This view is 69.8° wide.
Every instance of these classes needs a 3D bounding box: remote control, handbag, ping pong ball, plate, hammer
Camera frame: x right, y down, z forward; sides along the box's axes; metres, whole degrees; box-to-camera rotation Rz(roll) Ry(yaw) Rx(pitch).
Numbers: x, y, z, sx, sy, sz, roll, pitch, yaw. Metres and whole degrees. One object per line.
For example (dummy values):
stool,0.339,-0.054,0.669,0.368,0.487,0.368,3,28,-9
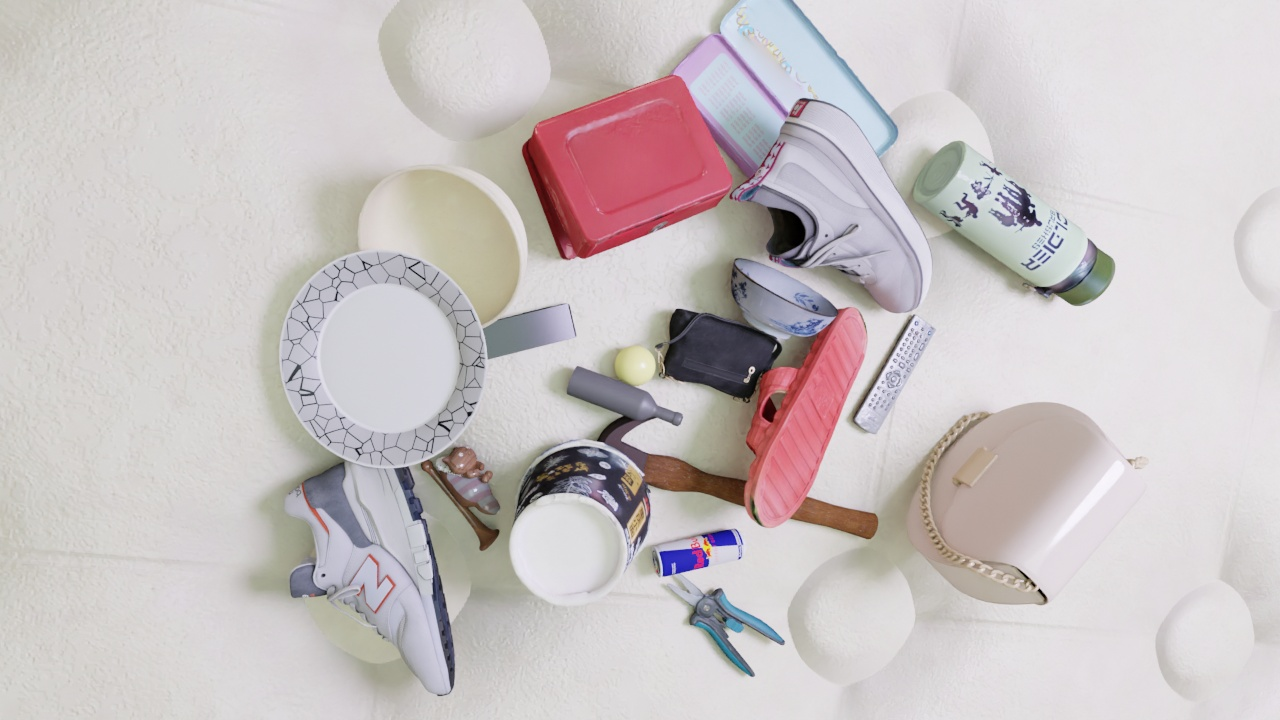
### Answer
remote control,-0.136,-0.021,0.872,0.150,0.013,0.034,-15,99,-15
handbag,0.383,0.145,0.931,0.103,0.209,0.210,45,84,-16
handbag,0.076,-0.004,0.913,0.128,0.054,0.079,15,95,-19
ping pong ball,-0.005,0.005,0.897,0.040,0.040,0.040,-1,96,-16
remote control,0.273,0.016,0.989,0.033,0.013,0.136,33,86,-16
plate,-0.222,-0.001,0.800,0.189,0.016,0.188,1,95,8
hammer,0.103,0.134,0.945,0.322,0.033,0.115,17,92,-17

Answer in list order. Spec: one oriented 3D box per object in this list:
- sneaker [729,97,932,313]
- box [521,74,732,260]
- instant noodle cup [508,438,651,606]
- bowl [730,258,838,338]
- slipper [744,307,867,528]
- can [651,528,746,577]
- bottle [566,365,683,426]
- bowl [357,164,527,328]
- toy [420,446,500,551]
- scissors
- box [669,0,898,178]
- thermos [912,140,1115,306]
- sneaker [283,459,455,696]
sneaker,0.189,-0.117,0.889,0.128,0.097,0.263,-44,124,-3
box,-0.014,-0.176,0.844,0.157,0.110,0.134,-24,96,-12
instant noodle cup,-0.058,0.155,0.839,0.137,0.112,0.137,1,101,4
bowl,0.133,-0.054,0.902,0.114,0.114,0.045,21,110,-16
slipper,0.155,0.048,0.922,0.248,0.059,0.103,-60,136,-22
can,0.060,0.196,0.937,0.095,0.032,0.032,-10,98,-14
bottle,-0.013,0.038,0.881,0.113,0.030,0.030,20,90,7
bowl,-0.164,-0.107,0.812,0.151,0.075,0.151,6,118,11
toy,-0.160,0.124,0.866,0.055,0.041,0.102,-37,96,14
scissors,0.091,0.274,0.961,0.148,0.019,0.123,3,99,-10
box,0.146,-0.253,0.917,0.151,0.035,0.214,-45,105,1
thermos,0.401,-0.137,0.979,0.231,0.082,0.082,30,87,-17
sneaker,-0.250,0.198,0.832,0.124,0.089,0.239,-13,90,-10
